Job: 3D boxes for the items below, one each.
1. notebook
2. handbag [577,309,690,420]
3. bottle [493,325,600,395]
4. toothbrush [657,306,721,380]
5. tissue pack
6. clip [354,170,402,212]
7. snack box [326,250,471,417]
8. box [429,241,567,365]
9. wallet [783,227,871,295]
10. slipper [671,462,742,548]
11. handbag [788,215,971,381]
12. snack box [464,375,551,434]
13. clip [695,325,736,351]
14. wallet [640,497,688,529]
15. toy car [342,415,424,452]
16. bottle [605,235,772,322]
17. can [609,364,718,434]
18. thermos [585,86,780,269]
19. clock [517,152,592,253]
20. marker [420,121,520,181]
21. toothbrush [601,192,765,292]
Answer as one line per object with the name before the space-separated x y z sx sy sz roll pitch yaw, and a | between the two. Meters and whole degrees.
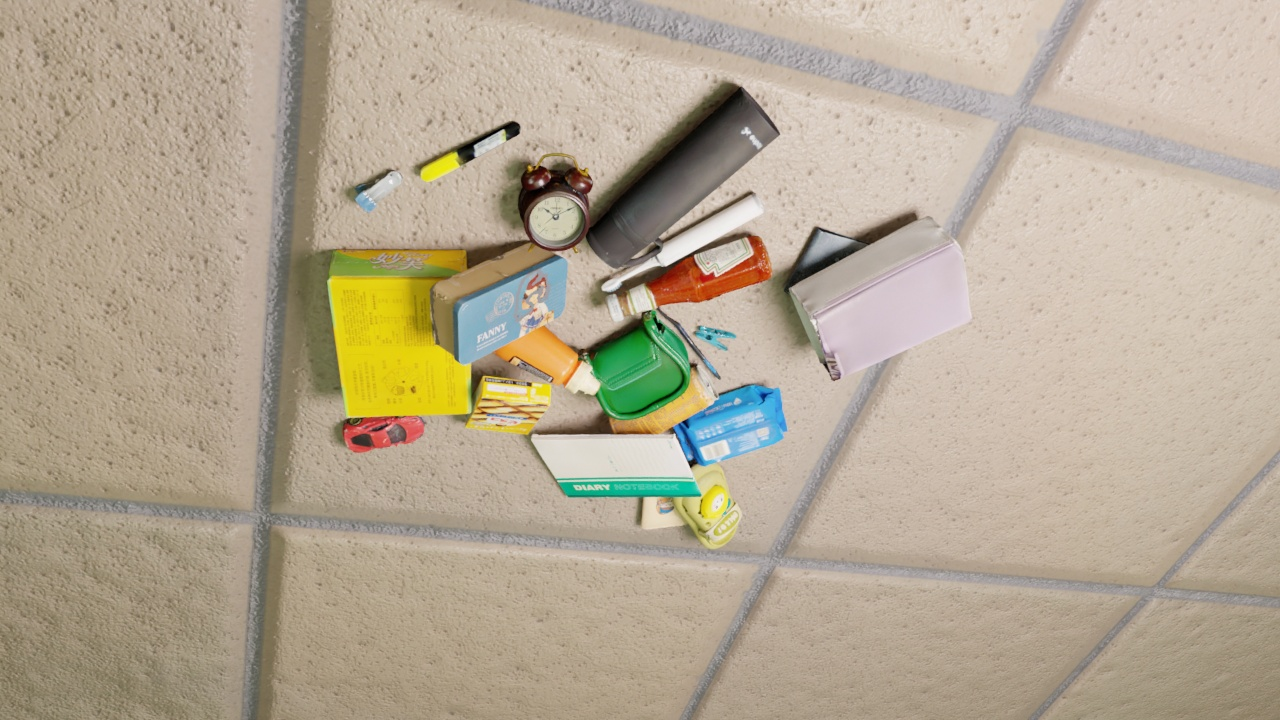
notebook | -0.032 0.149 1.279 0.209 0.012 0.150 -3 139 21
handbag | -0.007 0.007 1.193 0.131 0.067 0.120 -30 121 14
bottle | -0.115 -0.004 1.142 0.149 0.066 0.067 34 118 -5
toothbrush | 0.061 -0.033 1.209 0.016 0.014 0.189 -41 125 1
tissue pack | 0.128 0.090 1.293 0.157 0.052 0.095 -18 131 5
clip | -0.290 -0.192 1.020 0.058 0.045 0.027 -32 125 8
snack box | -0.287 -0.031 1.113 0.157 0.070 0.210 -1 128 -10
box | -0.165 -0.067 1.051 0.183 0.060 0.090 -35 143 -40
wallet | 0.256 -0.114 1.179 0.120 0.019 0.097 12 125 -22
slipper | 0.116 0.225 1.368 0.091 0.082 0.191 -44 137 -18
handbag | 0.303 -0.073 1.149 0.197 0.098 0.145 -27 128 4
snack box | -0.174 0.060 1.187 0.087 0.033 0.141 8 160 -17
clip | 0.099 -0.031 1.218 0.055 0.013 0.039 19 122 -25
wallet | 0.046 0.209 1.391 0.087 0.024 0.115 -5 126 -11
toy car | -0.343 0.096 1.229 0.106 0.031 0.049 -10 130 -5
bottle | 0.058 -0.095 1.128 0.206 0.059 0.060 -19 129 3
can | 0.031 0.065 1.252 0.146 0.058 0.058 -31 127 14
thermos | 0.049 -0.199 1.050 0.243 0.068 0.090 -39 141 22
clock | -0.096 -0.180 1.040 0.082 0.055 0.122 1 126 -11
marker | -0.187 -0.231 1.011 0.124 0.015 0.018 -26 129 6
toothbrush | 0.048 -0.138 1.116 0.221 0.026 0.026 -28 152 12
